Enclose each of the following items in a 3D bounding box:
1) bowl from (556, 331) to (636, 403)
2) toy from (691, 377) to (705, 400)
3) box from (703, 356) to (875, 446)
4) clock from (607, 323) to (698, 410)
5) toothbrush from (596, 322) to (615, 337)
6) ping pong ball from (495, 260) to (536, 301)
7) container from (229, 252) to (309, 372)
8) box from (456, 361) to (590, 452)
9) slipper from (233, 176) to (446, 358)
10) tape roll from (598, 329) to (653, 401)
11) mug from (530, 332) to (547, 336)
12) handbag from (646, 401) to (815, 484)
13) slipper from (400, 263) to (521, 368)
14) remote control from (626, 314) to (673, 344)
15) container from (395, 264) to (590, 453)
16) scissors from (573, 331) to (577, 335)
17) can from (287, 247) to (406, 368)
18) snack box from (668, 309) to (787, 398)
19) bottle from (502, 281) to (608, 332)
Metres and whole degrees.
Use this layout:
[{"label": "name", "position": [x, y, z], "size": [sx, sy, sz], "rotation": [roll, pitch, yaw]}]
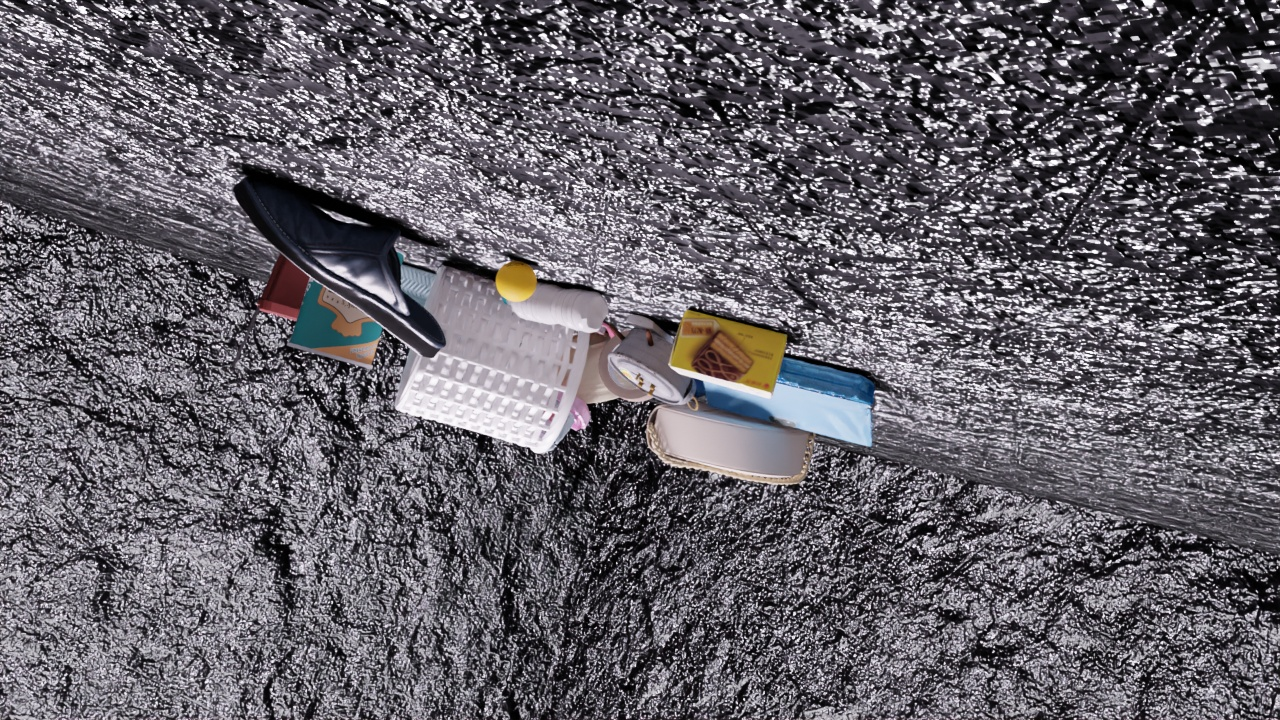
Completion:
[{"label": "bowl", "position": [-0.074, 0.002, 1.376], "size": [0.151, 0.075, 0.150], "rotation": [-8, -160, 3]}, {"label": "toy", "position": [0.090, 0.025, 1.320], "size": [0.112, 0.071, 0.177], "rotation": [5, -177, -38]}, {"label": "box", "position": [0.170, 0.028, 1.125], "size": [0.232, 0.060, 0.175], "rotation": [14, 159, 25]}, {"label": "clock", "position": [0.023, 0.016, 1.100], "size": [0.148, 0.056, 0.104], "rotation": [41, 163, -32]}, {"label": "toothbrush", "position": [-0.033, -0.035, 1.302], "size": [0.022, 0.016, 0.135], "rotation": [14, 175, 23]}, {"label": "ping pong ball", "position": [-0.122, -0.078, 0.903], "size": [0.040, 0.040, 0.040], "rotation": [16, 176, 1]}, {"label": "container", "position": [-0.467, -0.064, 1.260], "size": [0.127, 0.200, 0.148], "rotation": [18, 175, -25]}, {"label": "box", "position": [-0.179, 0.055, 1.279], "size": [0.201, 0.101, 0.111], "rotation": [30, 162, 13]}, {"label": "slipper", "position": [-0.271, -0.107, 0.908], "size": [0.265, 0.083, 0.109], "rotation": [42, -171, -41]}, {"label": "tape roll", "position": [-0.007, 0.007, 1.228], "size": [0.094, 0.093, 0.030], "rotation": [14, 176, 17]}, {"label": "mug", "position": [-0.168, -0.043, 1.350], "size": [0.112, 0.077, 0.096], "rotation": [-7, -175, -22]}, {"label": "handbag", "position": [0.128, 0.102, 1.287], "size": [0.209, 0.103, 0.210], "rotation": [11, -178, 18]}, {"label": "slipper", "position": [-0.273, -0.066, 1.245], "size": [0.245, 0.104, 0.074], "rotation": [23, 177, -11]}, {"label": "remote control", "position": [0.014, -0.037, 1.125], "size": [0.033, 0.012, 0.131], "rotation": [17, 176, 14]}, {"label": "container", "position": [-0.182, -0.002, 1.127], "size": [0.186, 0.189, 0.189], "rotation": [18, 175, -16]}, {"label": "scissors", "position": [-0.058, -0.032, 1.444], "size": [0.153, 0.014, 0.131], "rotation": [15, 178, -36]}, {"label": "can", "position": [-0.348, -0.073, 1.091], "size": [0.099, 0.144, 0.099], "rotation": [16, 176, 1]}, {"label": "snack box", "position": [0.090, -0.005, 0.929], "size": [0.106, 0.061, 0.083], "rotation": [15, 176, 9]}, {"label": "bottle", "position": [-0.098, -0.061, 1.004], "size": [0.136, 0.044, 0.044], "rotation": [12, 175, 37]}]
